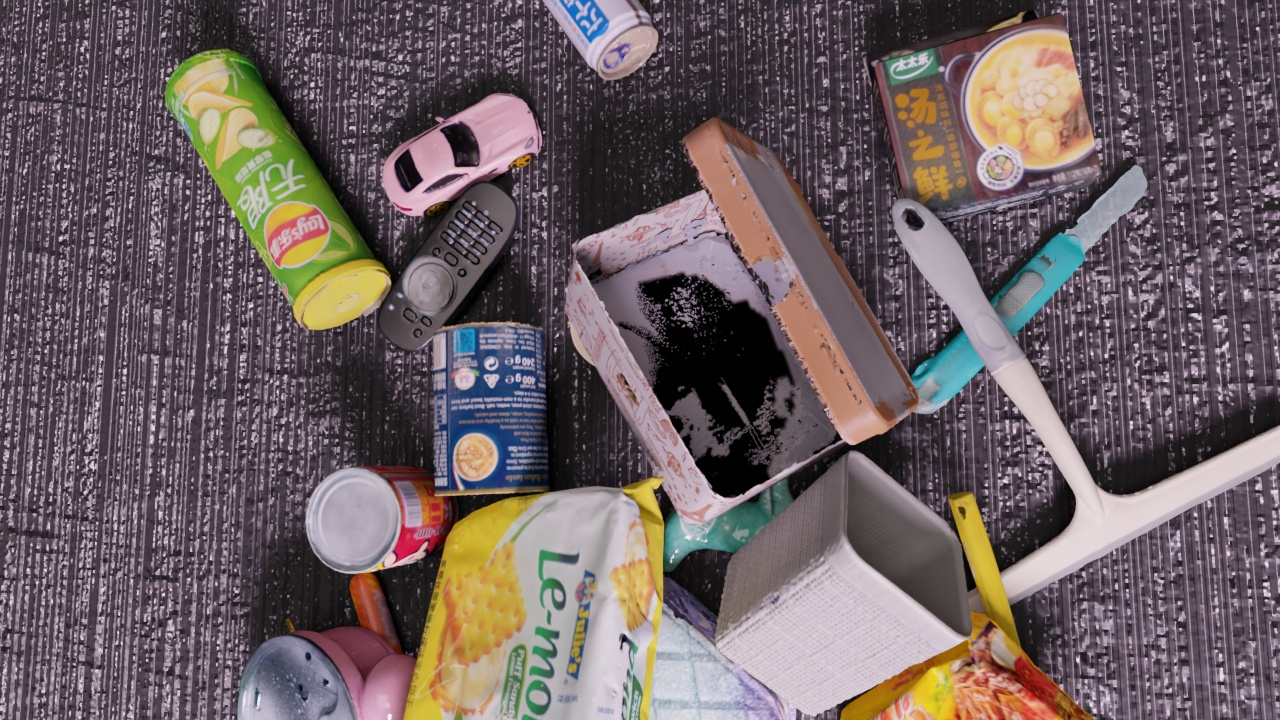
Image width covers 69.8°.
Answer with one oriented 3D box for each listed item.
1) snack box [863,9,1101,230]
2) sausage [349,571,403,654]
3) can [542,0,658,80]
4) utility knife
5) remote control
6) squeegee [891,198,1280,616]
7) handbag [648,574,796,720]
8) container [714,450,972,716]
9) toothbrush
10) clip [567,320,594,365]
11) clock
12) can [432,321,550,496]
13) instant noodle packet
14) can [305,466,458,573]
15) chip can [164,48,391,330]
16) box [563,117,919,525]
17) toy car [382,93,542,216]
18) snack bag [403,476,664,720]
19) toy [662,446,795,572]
[{"bbox_3d":[0.209,-0.155,0.574,0.113,0.053,0.125,-13,86,12],"label":"snack box"},{"bbox_3d":[-0.169,0.219,0.632,0.021,0.021,0.165,-23,79,10],"label":"sausage"},{"bbox_3d":[-0.044,-0.263,0.640,0.053,0.053,0.134,-35,77,7],"label":"can"},{"bbox_3d":[0.237,-0.042,0.569,0.029,0.013,0.207,44,95,14],"label":"utility knife"},{"bbox_3d":[-0.135,-0.066,0.654,0.053,0.024,0.136,39,96,6],"label":"remote control"},{"bbox_3d":[0.217,0.009,0.533,0.247,0.039,0.246,-31,88,9],"label":"squeegee"},{"bbox_3d":[-0.006,0.244,0.564,0.134,0.075,0.194,39,92,20],"label":"handbag"},{"bbox_3d":[0.109,0.130,0.518,0.090,0.090,0.115,38,122,-9],"label":"container"},{"bbox_3d":[0.212,0.167,0.529,0.016,0.016,0.190,-17,92,33],"label":"toothbrush"},{"bbox_3d":[0.004,-0.005,0.611,0.104,0.034,0.083,41,94,10],"label":"clip"},{"bbox_3d":[-0.189,0.236,0.596,0.159,0.059,0.117,13,97,31],"label":"clock"},{"bbox_3d":[-0.099,0.033,0.609,0.075,0.075,0.111,-4,83,13],"label":"can"},{"bbox_3d":[0.184,0.219,0.522,0.111,0.044,0.129,46,119,17],"label":"instant noodle packet"},{"bbox_3d":[-0.167,0.103,0.607,0.066,0.093,0.066,-1,84,13],"label":"can"},{"bbox_3d":[-0.267,-0.127,0.669,0.072,0.072,0.221,-37,76,7],"label":"chip can"},{"bbox_3d":[0.067,-0.025,0.510,0.152,0.178,0.182,-27,77,-16],"label":"box"},{"bbox_3d":[-0.130,-0.149,0.658,0.122,0.037,0.056,-27,80,8],"label":"toy car"},{"bbox_3d":[-0.060,0.190,0.523,0.158,0.068,0.246,-15,55,37],"label":"snack bag"},{"bbox_3d":[0.064,0.098,0.588,0.092,0.030,0.096,13,79,10],"label":"toy"}]
